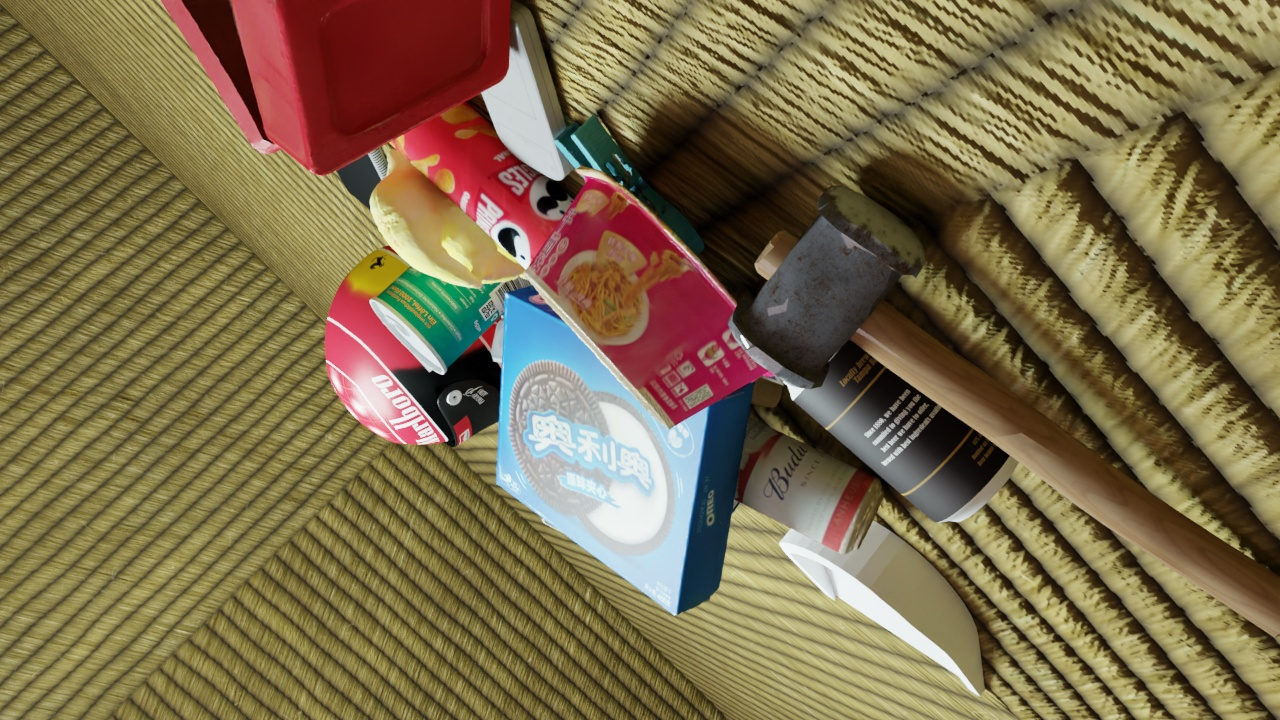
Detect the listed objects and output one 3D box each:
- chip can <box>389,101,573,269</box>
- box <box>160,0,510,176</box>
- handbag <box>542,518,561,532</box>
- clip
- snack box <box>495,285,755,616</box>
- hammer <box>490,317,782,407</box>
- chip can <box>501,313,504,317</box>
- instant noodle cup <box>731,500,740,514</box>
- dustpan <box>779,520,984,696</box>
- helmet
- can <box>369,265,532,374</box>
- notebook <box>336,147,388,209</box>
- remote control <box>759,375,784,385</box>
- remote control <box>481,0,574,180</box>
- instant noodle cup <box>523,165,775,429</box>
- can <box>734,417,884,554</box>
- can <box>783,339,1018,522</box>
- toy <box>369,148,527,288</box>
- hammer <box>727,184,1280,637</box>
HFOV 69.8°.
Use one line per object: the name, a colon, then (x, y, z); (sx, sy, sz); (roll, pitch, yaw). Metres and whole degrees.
chip can: (-0.121, -0.146, 0.736); (0.233, 0.073, 0.073); (43, 163, 5)
box: (-0.156, -0.198, 0.522); (0.156, 0.157, 0.147); (3, 127, 49)
handbag: (-0.033, 0.134, 1.010); (0.142, 0.096, 0.198); (39, -166, 18)
clip: (0.002, -0.109, 0.628); (0.121, 0.031, 0.130); (31, 160, 46)
snack box: (-0.024, 0.064, 0.757); (0.239, 0.056, 0.196); (28, 122, 38)
hammer: (-0.005, 0.005, 0.825); (0.117, 0.051, 0.323); (13, 178, -40)
chip can: (-0.092, 0.007, 1.054); (0.052, 0.051, 0.215); (28, 157, 40)
instant noodle cup: (0.033, 0.098, 0.879); (0.112, 0.137, 0.137); (43, 166, -32)
dustpan: (0.225, 0.236, 0.887); (0.191, 0.053, 0.258); (29, 157, 38)
helmet: (-0.244, -0.008, 1.073); (0.198, 0.224, 0.271); (27, 155, 42)
can: (-0.178, -0.072, 0.907); (0.099, 0.143, 0.099); (39, 162, 15)
notebook: (-0.336, -0.232, 1.097); (0.149, 0.016, 0.207); (38, 161, 21)
remote control: (0.058, -0.023, 0.703); (0.143, 0.024, 0.049); (22, 153, 53)
remote control: (-0.086, -0.191, 0.639); (0.074, 0.019, 0.151); (34, 159, 27)
instant noodle cup: (-0.002, -0.030, 0.587); (0.178, 0.077, 0.178); (47, 177, 2)
can: (0.108, 0.092, 0.745); (0.170, 0.067, 0.067); (25, 157, 20)
can: (0.154, 0.031, 0.542); (0.128, 0.071, 0.072); (41, 162, 7)
toy: (-0.164, -0.124, 0.802); (0.155, 0.065, 0.170); (50, -154, 8)
hammer: (0.197, 0.038, 0.471); (0.328, 0.052, 0.098); (36, 119, 1)
